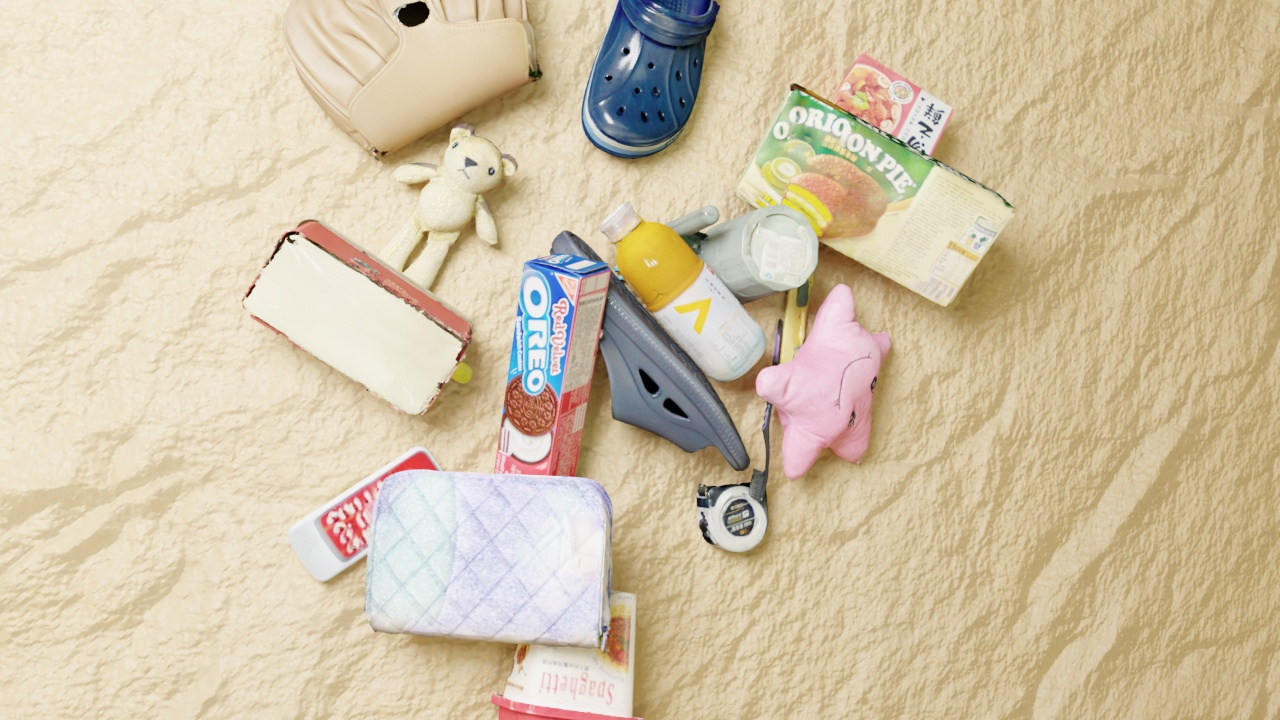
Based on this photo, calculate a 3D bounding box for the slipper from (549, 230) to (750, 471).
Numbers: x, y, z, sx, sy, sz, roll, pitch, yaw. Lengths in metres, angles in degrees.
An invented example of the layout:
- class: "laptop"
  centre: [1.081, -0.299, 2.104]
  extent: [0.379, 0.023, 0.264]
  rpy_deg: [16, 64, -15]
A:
- class: "slipper"
  centre: [-0.005, 0.005, 0.832]
  extent: [0.083, 0.110, 0.268]
  rpy_deg: [-39, 96, 8]

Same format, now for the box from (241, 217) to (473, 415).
- class: "box"
  centre: [-0.227, -0.031, 0.743]
  extent: [0.168, 0.079, 0.091]
  rpy_deg: [34, 102, -13]

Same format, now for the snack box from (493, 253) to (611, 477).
- class: "snack box"
  centre: [-0.075, 0.015, 0.772]
  extent: [0.057, 0.058, 0.208]
  rpy_deg: [18, 109, 21]

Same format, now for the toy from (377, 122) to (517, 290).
- class: "toy"
  centre: [-0.173, -0.125, 0.789]
  extent: [0.105, 0.066, 0.157]
  rpy_deg: [34, 94, -8]

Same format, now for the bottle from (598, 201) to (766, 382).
- class: "bottle"
  centre: [0.037, -0.064, 0.843]
  extent: [0.068, 0.068, 0.189]
  rpy_deg: [-47, 105, -15]

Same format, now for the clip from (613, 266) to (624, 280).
- class: "clip"
  centre: [0.001, -0.087, 0.874]
  extent: [0.055, 0.013, 0.038]
  rpy_deg: [-10, 90, -21]

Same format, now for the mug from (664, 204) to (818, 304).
- class: "mug"
  centre: [0.090, -0.105, 0.858]
  extent: [0.124, 0.103, 0.083]
  rpy_deg: [23, 80, -18]

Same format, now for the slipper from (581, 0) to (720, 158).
- class: "slipper"
  centre: [0.023, -0.308, 0.852]
  extent: [0.105, 0.095, 0.252]
  rpy_deg: [17, 79, -15]

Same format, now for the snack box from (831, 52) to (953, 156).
- class: "snack box"
  centre: [0.239, -0.227, 0.929]
  extent: [0.113, 0.044, 0.127]
  rpy_deg: [30, 72, -3]

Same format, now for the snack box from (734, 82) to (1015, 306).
- class: "snack box"
  centre: [0.220, -0.158, 0.879]
  extent: [0.240, 0.063, 0.115]
  rpy_deg: [26, 114, -5]

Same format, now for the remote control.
- class: "remote control"
  centre: [-0.228, 0.129, 0.781]
  extent: [0.135, 0.020, 0.056]
  rpy_deg: [-33, 99, -18]

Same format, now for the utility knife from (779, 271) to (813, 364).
- class: "utility knife"
  centre: [0.158, -0.039, 0.927]
  extent: [0.031, 0.018, 0.151]
  rpy_deg: [9, 89, -24]

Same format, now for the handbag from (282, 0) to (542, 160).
- class: "handbag"
  centre: [-0.187, -0.272, 0.771]
  extent: [0.204, 0.100, 0.148]
  rpy_deg: [-30, 98, -10]

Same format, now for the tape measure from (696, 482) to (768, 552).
- class: "tape measure"
  centre: [0.088, 0.150, 0.882]
  extent: [0.065, 0.034, 0.066]
  rpy_deg: [0, 85, -18]

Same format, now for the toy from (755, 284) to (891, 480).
- class: "toy"
  centre: [0.192, 0.028, 0.900]
  extent: [0.194, 0.075, 0.178]
  rpy_deg: [-45, 125, -28]

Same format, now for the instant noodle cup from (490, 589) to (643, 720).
- class: "instant noodle cup"
  centre: [-0.057, 0.258, 0.792]
  extent: [0.116, 0.117, 0.124]
  rpy_deg: [16, 70, -18]

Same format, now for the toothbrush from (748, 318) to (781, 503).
- class: "toothbrush"
  centre: [0.123, 0.046, 0.893]
  extent: [0.017, 0.014, 0.188]
  rpy_deg: [11, 72, -4]

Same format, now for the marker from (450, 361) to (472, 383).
- class: "marker"
  centre: [-0.200, -0.020, 0.801]
  extent: [0.124, 0.015, 0.018]
  rpy_deg: [35, 115, -12]

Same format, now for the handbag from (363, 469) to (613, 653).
- class: "handbag"
  centre: [-0.116, 0.157, 0.735]
  extent: [0.194, 0.075, 0.134]
  rpy_deg: [3, 82, 9]
